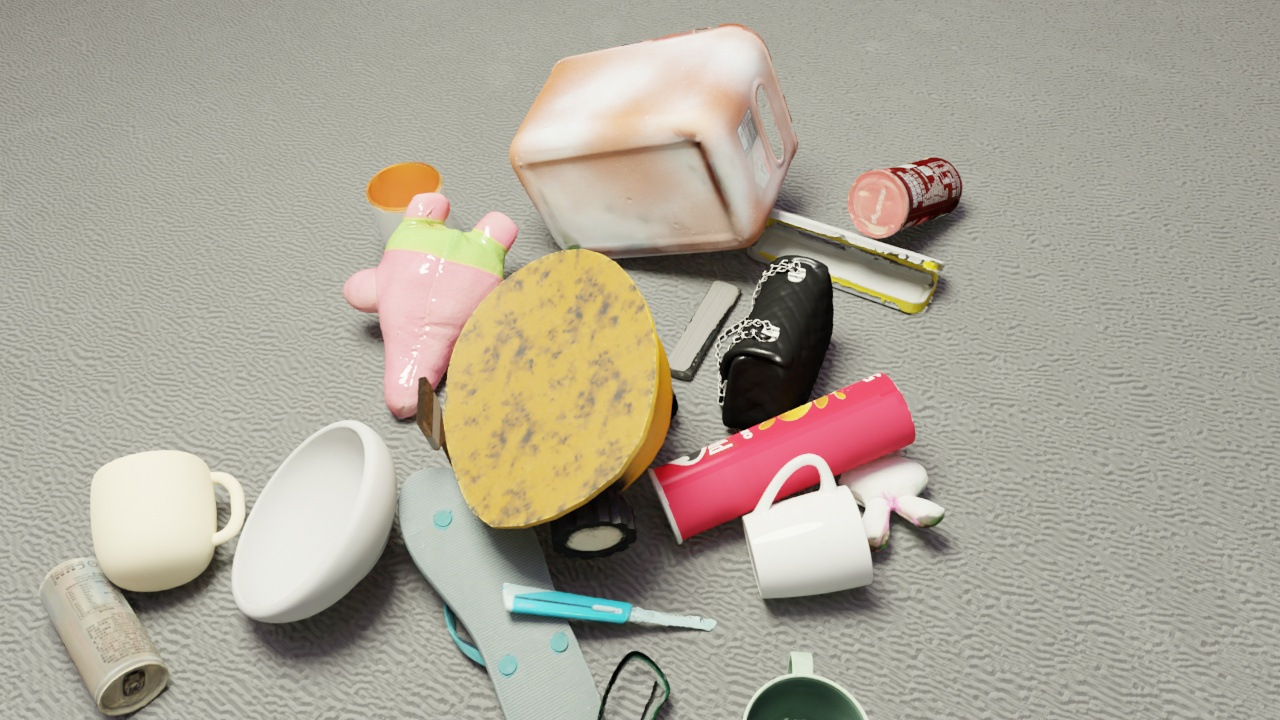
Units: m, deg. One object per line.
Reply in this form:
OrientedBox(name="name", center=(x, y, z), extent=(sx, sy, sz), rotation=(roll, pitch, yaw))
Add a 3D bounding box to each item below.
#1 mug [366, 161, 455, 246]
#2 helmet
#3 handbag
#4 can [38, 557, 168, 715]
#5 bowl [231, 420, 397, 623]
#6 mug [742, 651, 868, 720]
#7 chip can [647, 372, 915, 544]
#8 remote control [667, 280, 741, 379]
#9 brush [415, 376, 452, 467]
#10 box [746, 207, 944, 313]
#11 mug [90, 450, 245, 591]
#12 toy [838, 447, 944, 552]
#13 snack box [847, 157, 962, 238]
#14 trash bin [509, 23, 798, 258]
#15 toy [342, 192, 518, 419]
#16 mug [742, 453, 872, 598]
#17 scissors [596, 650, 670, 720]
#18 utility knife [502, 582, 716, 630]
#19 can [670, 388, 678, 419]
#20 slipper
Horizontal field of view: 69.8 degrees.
OrientedBox(name="mug", center=(-0.249, -0.154, 1.019), extent=(0.082, 0.105, 0.082), rotation=(-3, 49, 3))
OrientedBox(name="helmet", center=(-0.050, 0.041, 0.785), extent=(0.206, 0.131, 0.255), rotation=(-25, 52, 20))
OrientedBox(name="handbag", center=(0.114, -0.022, 0.862), extent=(0.115, 0.125, 0.153), rotation=(19, 54, 20))
OrientedBox(name="can", center=(-0.441, 0.222, 0.751), extent=(0.054, 0.054, 0.135), rotation=(-37, 57, -24))
OrientedBox(name="bowl", center=(-0.262, 0.142, 0.774), extent=(0.177, 0.066, 0.176), rotation=(-26, 43, 28))
OrientedBox(name="mug", center=(0.111, 0.261, 0.637), extent=(0.084, 0.104, 0.111), rotation=(1, 51, 6))
OrientedBox(name="chip can", center=(0.121, 0.083, 0.789), extent=(0.220, 0.069, 0.069), rotation=(-22, 51, -3))
OrientedBox(name="remote control", center=(0.064, -0.033, 0.950), extent=(0.033, 0.013, 0.136), rotation=(19, 52, 19))
OrientedBox(name="brush", center=(-0.171, 0.069, 0.799), extent=(0.008, 0.143, 0.045), rotation=(-7, 58, 1))
OrientedBox(name="box", center=(0.217, -0.117, 0.986), extent=(0.210, 0.070, 0.067), rotation=(23, 34, 23))
OrientedBox(name="mug", center=(-0.404, 0.142, 0.791), extent=(0.120, 0.096, 0.099), rotation=(-10, 56, -20))
OrientedBox(name="toy", center=(0.215, 0.110, 0.799), extent=(0.079, 0.038, 0.122), rotation=(-13, 39, 11))
OrientedBox(name="snack box", center=(0.287, -0.178, 0.992), extent=(0.121, 0.072, 0.072), rotation=(-21, 48, -40))
OrientedBox(name="trash bin", center=(0.010, -0.217, 0.970), extent=(0.260, 0.181, 0.157), rotation=(1, 50, 30))
OrientedBox(name="toy", center=(-0.210, -0.052, 0.936), extent=(0.192, 0.097, 0.236), rotation=(15, 72, -6))
OrientedBox(name="mug", center=(0.130, 0.134, 0.743), extent=(0.087, 0.114, 0.081), rotation=(-13, 7, 1))
OrientedBox(name="scissors", center=(0.023, 0.311, 0.653), extent=(0.202, 0.015, 0.203), rotation=(6, 54, 4))
OrientedBox(name="utility knife", center=(-0.023, 0.198, 0.734), extent=(0.176, 0.015, 0.022), rotation=(9, 60, -12))
OrientedBox(name="can", center=(-0.005, 0.005, 0.897), extent=(0.054, 0.054, 0.137), rotation=(-14, 50, -7))
OrientedBox(name="slipper", center=(-0.111, 0.200, 0.752), extent=(0.098, 0.055, 0.268), rotation=(-26, 64, -21))
